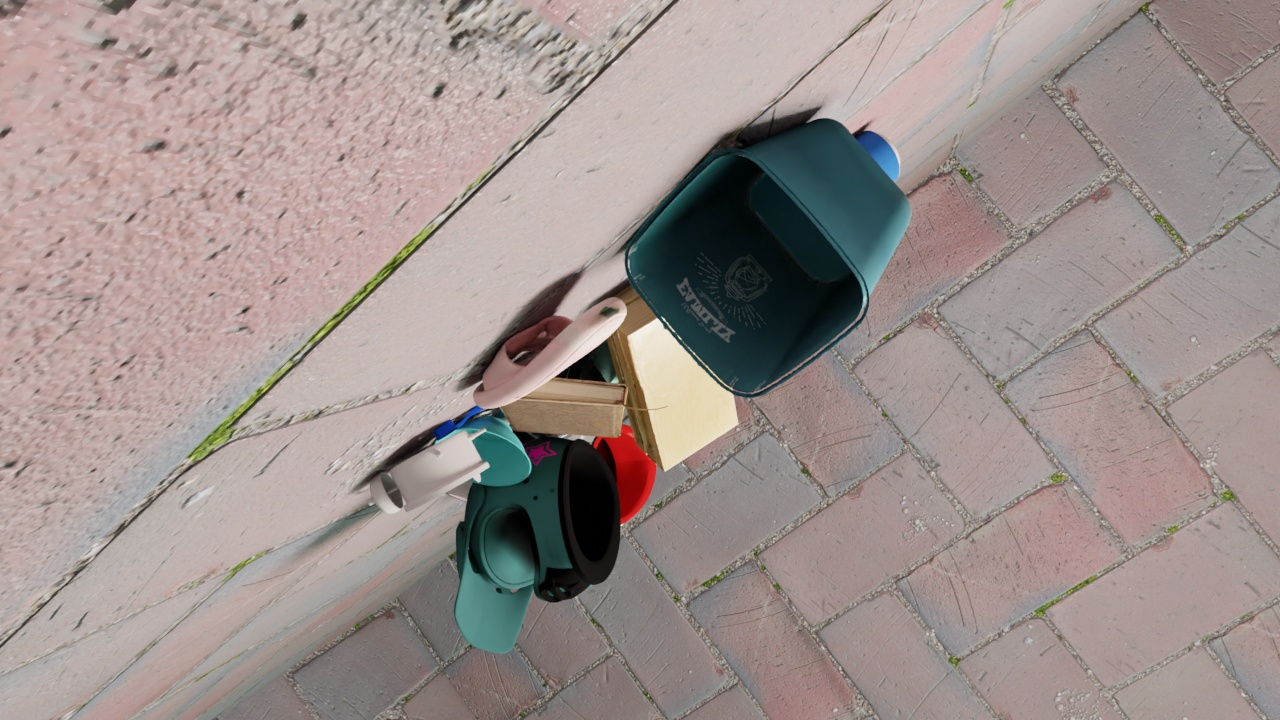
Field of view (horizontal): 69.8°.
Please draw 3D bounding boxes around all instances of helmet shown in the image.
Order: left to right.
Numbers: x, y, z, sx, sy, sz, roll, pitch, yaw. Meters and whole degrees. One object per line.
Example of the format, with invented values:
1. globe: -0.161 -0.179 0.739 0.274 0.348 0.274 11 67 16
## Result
1. helmet: -0.147 0.231 1.208 0.201 0.176 0.274 -24 -144 21
2. helmet: -0.139 0.229 1.732 0.237 0.231 0.313 -9 -175 30

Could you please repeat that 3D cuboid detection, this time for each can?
1. can: 0.270 -0.238 1.221 0.146 0.079 0.079 -36 175 -11

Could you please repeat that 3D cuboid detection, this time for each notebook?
1. notebook: -0.071 0.059 1.097 0.190 0.034 0.216 5 165 -1

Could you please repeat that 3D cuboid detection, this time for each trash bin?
1. trash bin: 0.141 -0.117 0.896 0.200 0.196 0.217 -41 180 43

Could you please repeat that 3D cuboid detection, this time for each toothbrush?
1. toothbrush: -0.185 0.052 1.112 0.017 0.011 0.186 -42 176 38

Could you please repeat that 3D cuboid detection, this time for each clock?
1. clock: -0.245 0.135 1.060 0.160 0.061 0.119 -28 -179 33

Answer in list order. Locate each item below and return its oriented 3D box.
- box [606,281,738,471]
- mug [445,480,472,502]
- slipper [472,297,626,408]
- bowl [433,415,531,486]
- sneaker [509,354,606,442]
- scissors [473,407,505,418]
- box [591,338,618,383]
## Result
1. box: 0.036 0.009 1.132 0.128 0.092 0.249 -29 135 -14
2. mug: -0.247 0.168 1.346 0.124 0.090 0.076 1 -113 48
3. slipper: -0.093 -0.012 0.906 0.106 0.055 0.222 -35 -176 -43
4. bowl: -0.190 0.103 1.134 0.121 0.121 0.046 -43 -153 44
5. sneaker: -0.119 0.074 1.297 0.150 0.097 0.253 -34 179 -15
6. scissors: -0.178 0.058 1.194 0.127 0.014 0.127 -37 169 21
7. box: -0.010 0.009 1.297 0.187 0.112 0.078 122 -23 -74
